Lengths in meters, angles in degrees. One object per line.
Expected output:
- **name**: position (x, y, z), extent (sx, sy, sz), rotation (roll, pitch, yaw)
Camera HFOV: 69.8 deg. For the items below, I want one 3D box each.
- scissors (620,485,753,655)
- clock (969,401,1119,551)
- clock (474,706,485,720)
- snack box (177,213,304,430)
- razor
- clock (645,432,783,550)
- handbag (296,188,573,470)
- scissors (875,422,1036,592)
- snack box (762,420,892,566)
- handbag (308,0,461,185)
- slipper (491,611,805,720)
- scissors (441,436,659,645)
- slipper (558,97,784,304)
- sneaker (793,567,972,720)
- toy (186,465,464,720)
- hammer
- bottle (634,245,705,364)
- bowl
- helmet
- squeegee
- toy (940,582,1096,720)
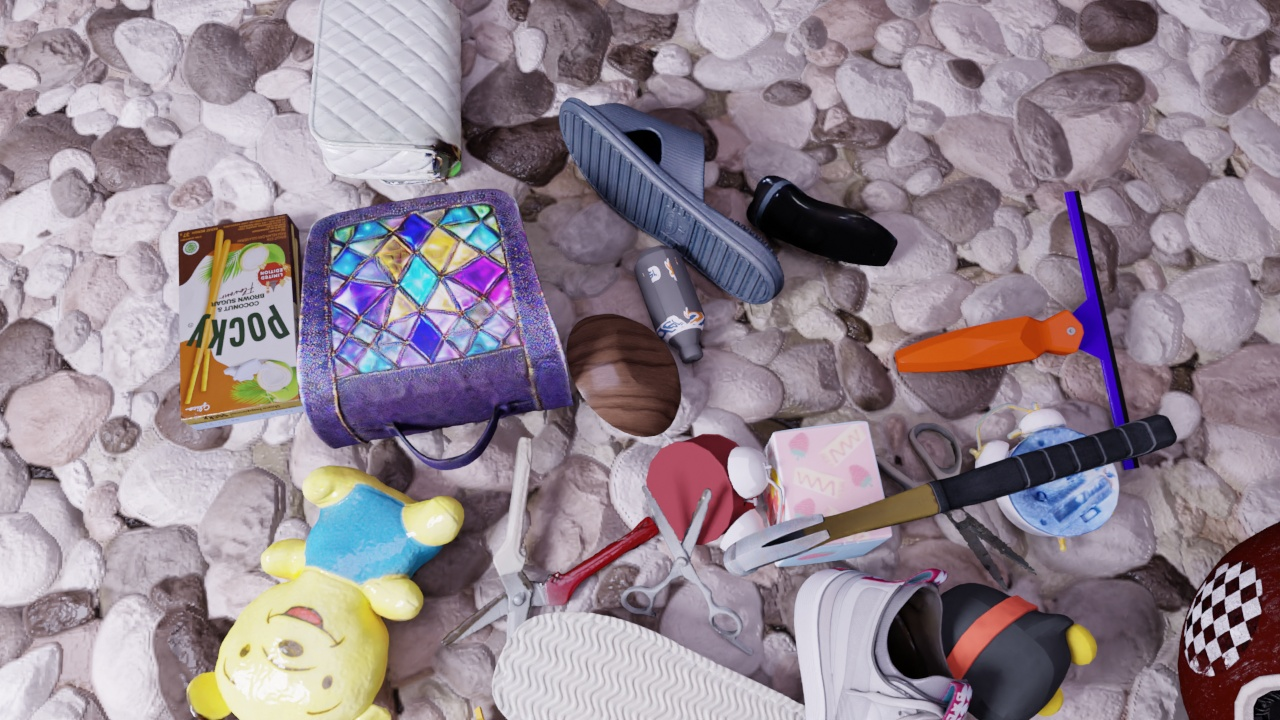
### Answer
- **scissors**: position (0.044, 0.168, 0.721), extent (0.165, 0.142, 0.014), rotation (38, 30, -4)
- **clock**: position (0.334, 0.091, 0.764), extent (0.089, 0.052, 0.125), rotation (-33, 76, -6)
- **clock**: position (-0.109, 0.332, 0.688), extent (0.099, 0.044, 0.129), rotation (-38, 66, -13)
- **snack box**: position (-0.360, -0.037, 0.832), extent (0.101, 0.032, 0.185), rotation (-10, 70, -3)
- **razor**: position (0.170, -0.128, 0.858), extent (0.140, 0.053, 0.063), rotation (22, 38, 2)
- **clock**: position (0.058, 0.105, 0.732), extent (0.125, 0.044, 0.087), rotation (13, 104, 36)
- **handbag**: position (-0.170, -0.017, 0.774), extent (0.205, 0.126, 0.221), rotation (-10, 68, -4)
- **scissors**: position (0.244, 0.119, 0.754), extent (0.154, 0.013, 0.163), rotation (-1, 52, 14)
- **snack box**: position (0.144, 0.110, 0.741), extent (0.079, 0.093, 0.094), rotation (-7, 70, -4)
- **handbag**: position (-0.244, -0.268, 0.899), extent (0.138, 0.073, 0.194), rotation (0, 69, -9)
- **slipper**: position (0.015, 0.272, 0.705), extent (0.263, 0.052, 0.115), rotation (20, 74, -3)
- **scissors**: position (-0.084, 0.154, 0.752), extent (0.199, 0.015, 0.179), rotation (-23, 89, -14)
- **slipper**: position (0.039, -0.159, 0.848), extent (0.263, 0.101, 0.082), rotation (41, 67, 8)
- **sneaker**: position (0.183, 0.273, 0.650), extent (0.096, 0.129, 0.262), rotation (12, 65, -26)
- **toy**: position (-0.237, 0.193, 0.719), extent (0.149, 0.084, 0.213), rotation (17, 71, 14)
- **hammer**: position (0.226, 0.092, 0.648), extent (0.332, 0.118, 0.025), rotation (-14, 74, -11)
- **bottle**: position (0.030, -0.050, 0.827), extent (0.047, 0.047, 0.112), rotation (-18, 70, -6)
- **bowl**: position (-0.004, 0.005, 0.776), extent (0.119, 0.032, 0.119), rotation (26, 44, -29)
- **helmet**: position (0.507, 0.216, 0.611), extent (0.233, 0.254, 0.233), rotation (15, 45, 0)
- **squeegee**: position (0.319, -0.015, 0.806), extent (0.185, 0.055, 0.249), rotation (-10, 84, 9)
- **toy**: position (0.263, 0.218, 0.702), extent (0.099, 0.098, 0.119), rotation (-13, 40, -36)
